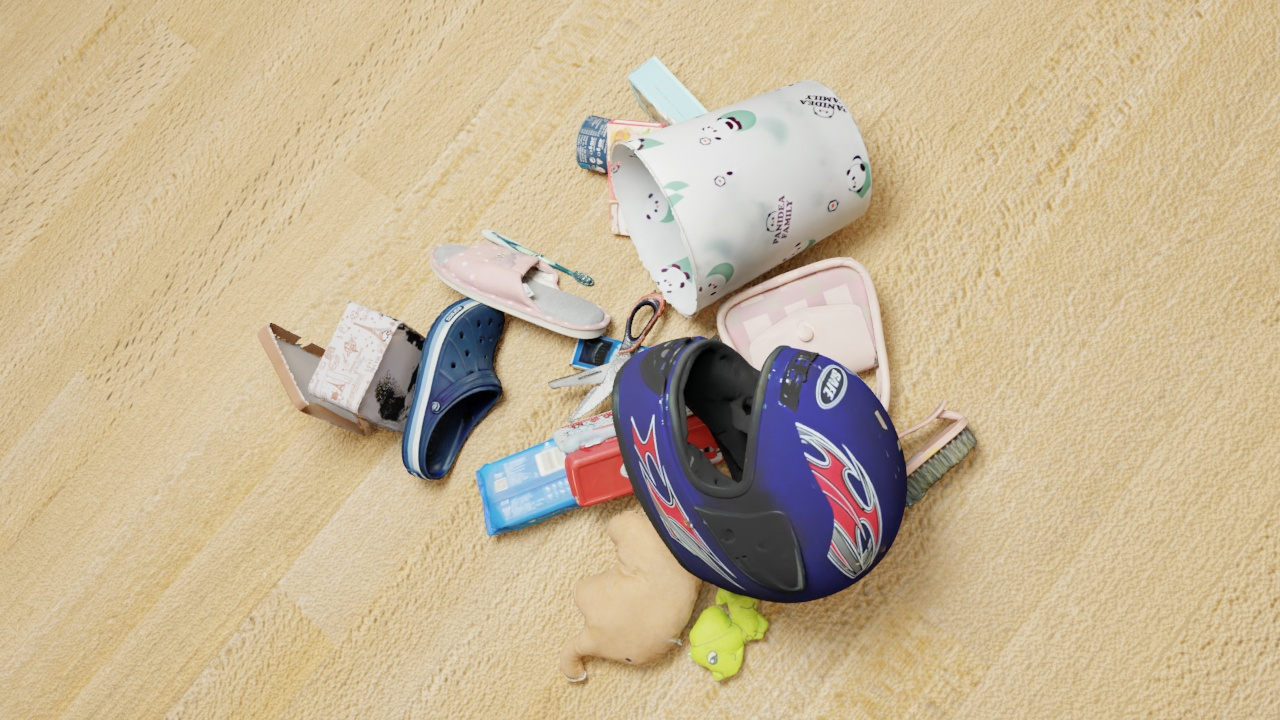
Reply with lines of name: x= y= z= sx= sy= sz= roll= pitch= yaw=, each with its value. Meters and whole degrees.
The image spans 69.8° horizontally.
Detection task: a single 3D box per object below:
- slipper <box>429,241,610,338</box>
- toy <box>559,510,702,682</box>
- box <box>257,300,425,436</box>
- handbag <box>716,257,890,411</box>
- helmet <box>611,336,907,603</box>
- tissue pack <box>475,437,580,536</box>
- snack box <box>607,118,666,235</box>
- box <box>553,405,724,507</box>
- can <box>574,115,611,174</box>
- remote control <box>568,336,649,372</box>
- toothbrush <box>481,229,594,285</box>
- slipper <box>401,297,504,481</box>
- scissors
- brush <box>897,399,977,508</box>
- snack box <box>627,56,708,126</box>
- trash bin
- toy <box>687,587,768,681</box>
slipper: x=-0.162 y=-0.106 z=1.221 sx=0.274 sy=0.113 sz=0.055 roll=26 pitch=120 yaw=17
toy: x=-0.012 y=0.292 z=1.081 sx=0.143 sy=0.082 sz=0.226 roll=27 pitch=84 yaw=24
box: x=-0.385 y=0.010 z=1.201 sx=0.185 sy=0.183 sz=0.154 roll=22 pitch=79 yaw=15
handbag: x=0.211 y=0.005 z=1.116 sx=0.193 sy=0.093 sz=0.234 roll=-20 pitch=77 yaw=8
helmet: x=0.142 y=0.100 z=0.958 sx=0.241 sy=0.246 sz=0.315 roll=-19 pitch=113 yaw=32
tissue pack: x=-0.131 y=0.157 z=1.160 sx=0.157 sy=0.052 sz=0.095 roll=-22 pitch=68 yaw=6
snack box: x=-0.004 y=-0.238 z=1.210 sx=0.075 sy=0.153 sz=0.025 roll=9 pitch=32 yaw=14
box: x=-0.002 y=0.094 z=1.129 sx=0.201 sy=0.095 sz=0.101 roll=-17 pitch=30 yaw=-10
can: x=-0.027 y=-0.290 z=1.257 sx=0.111 sy=0.075 sz=0.075 roll=16 pitch=78 yaw=18
remote control: x=-0.030 y=-0.001 z=1.198 sx=0.125 sy=0.024 sz=0.049 roll=14 pitch=77 yaw=16
toothbrush: x=-0.146 y=-0.146 z=1.273 sx=0.192 sy=0.018 sz=0.016 roll=26 pitch=80 yaw=19
slipper: x=-0.233 y=0.036 z=1.192 sx=0.095 sy=0.105 sz=0.252 roll=14 pitch=79 yaw=21
scissors: x=-0.007 y=-0.003 z=1.169 sx=0.189 sy=0.015 sz=0.225 roll=18 pitch=76 yaw=9
brush: x=0.320 y=0.111 z=1.059 sx=0.145 sy=0.063 sz=0.073 roll=-41 pitch=79 yaw=-1
snack box: x=0.056 y=-0.328 z=1.249 sx=0.051 sy=0.074 sz=0.175 roll=-37 pitch=69 yaw=-1
trash bin: x=0.123 y=-0.206 z=1.111 sx=0.251 sy=0.230 sz=0.229 roll=-26 pitch=69 yaw=-11
toy: x=0.099 y=0.316 z=1.069 sx=0.100 sy=0.031 sz=0.096 roll=-23 pitch=70 yaw=1
